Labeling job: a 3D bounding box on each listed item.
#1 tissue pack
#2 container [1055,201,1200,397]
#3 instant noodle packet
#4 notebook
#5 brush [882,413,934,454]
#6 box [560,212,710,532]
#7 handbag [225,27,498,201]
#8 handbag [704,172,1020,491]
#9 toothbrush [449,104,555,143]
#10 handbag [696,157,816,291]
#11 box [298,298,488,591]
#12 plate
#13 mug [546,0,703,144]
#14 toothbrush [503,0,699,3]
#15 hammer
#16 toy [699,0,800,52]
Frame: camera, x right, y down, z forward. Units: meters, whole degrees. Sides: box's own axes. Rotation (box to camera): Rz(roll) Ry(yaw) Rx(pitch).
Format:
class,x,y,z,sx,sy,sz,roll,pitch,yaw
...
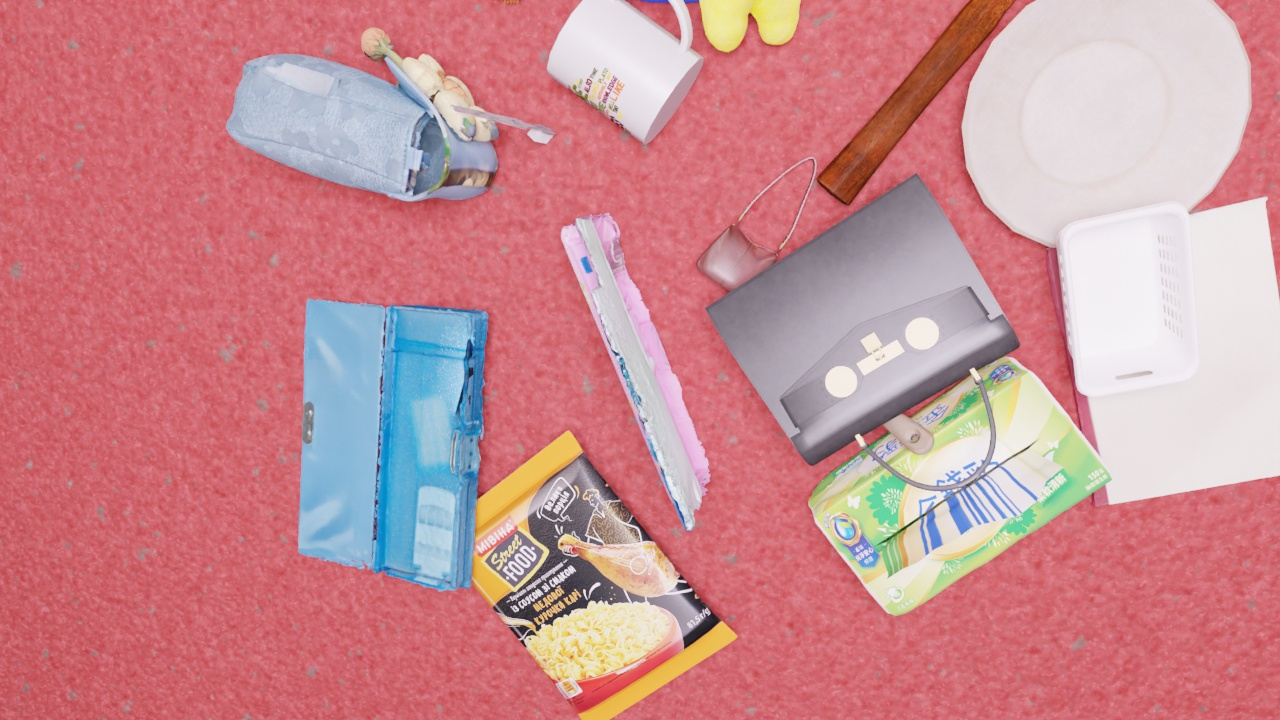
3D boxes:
class,x,y,z,sx,sy,sz,roll,pitch,yaw
tissue pack,0.230,0.099,0.667,0.120,0.141,0.198,45,104,-2
container,0.339,-0.046,0.649,0.081,0.049,0.129,-11,107,11
instant noodle packet,-0.051,0.189,0.769,0.160,0.032,0.221,-38,93,16
notebook,0.401,-0.001,0.688,0.153,0.012,0.209,-12,98,12
brush,0.159,0.021,0.688,0.039,0.012,0.151,-51,54,7
box,-0.004,0.004,0.676,0.035,0.159,0.230,-21,97,10
handbag,-0.202,-0.188,0.693,0.192,0.121,0.119,22,104,9
handbag,0.174,0.004,0.651,0.176,0.072,0.195,-33,67,13
toothbrush,-0.096,-0.165,0.645,0.010,0.181,0.010,46,107,4
handbag,0.098,-0.106,0.710,0.055,0.029,0.120,35,99,-1
box,-0.212,0.066,0.775,0.175,0.033,0.231,7,96,24
plate,0.323,-0.173,0.649,0.189,0.027,0.189,2,110,6
mug,-0.005,-0.226,0.668,0.089,0.073,0.105,36,130,1
toothbrush,-0.024,-0.279,0.696,0.182,0.018,0.016,4,126,8
hammer,0.236,-0.239,0.659,0.111,0.028,0.301,39,104,-1
toy,0.071,-0.326,0.637,0.133,0.092,0.208,-15,107,-16
